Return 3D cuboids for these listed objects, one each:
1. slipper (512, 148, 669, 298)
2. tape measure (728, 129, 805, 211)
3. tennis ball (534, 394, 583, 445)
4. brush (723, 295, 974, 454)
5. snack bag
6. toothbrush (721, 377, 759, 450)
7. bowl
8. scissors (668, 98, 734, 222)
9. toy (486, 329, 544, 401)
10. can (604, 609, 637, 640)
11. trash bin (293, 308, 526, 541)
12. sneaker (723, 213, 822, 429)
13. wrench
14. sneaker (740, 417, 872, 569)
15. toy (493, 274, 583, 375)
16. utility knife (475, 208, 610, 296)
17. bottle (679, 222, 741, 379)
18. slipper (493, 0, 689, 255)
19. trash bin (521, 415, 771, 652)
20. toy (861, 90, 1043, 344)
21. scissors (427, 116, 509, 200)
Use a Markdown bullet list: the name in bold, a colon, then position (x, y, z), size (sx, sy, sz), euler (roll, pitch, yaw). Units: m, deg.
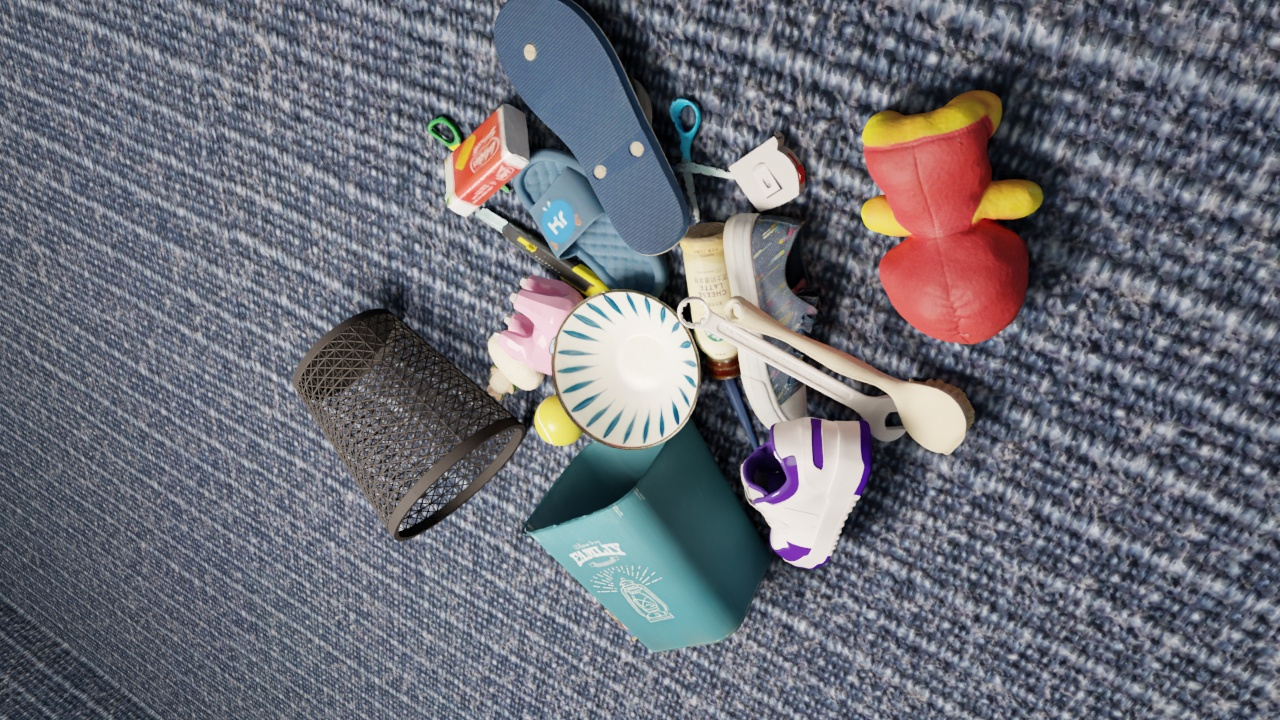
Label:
- **slipper**: position (-0.056, -0.144, 0.995), size (0.213, 0.059, 0.104), euler (45, 130, 1)
- **tape measure**: position (0.124, -0.178, 0.878), size (0.060, 0.020, 0.062), euler (-28, 99, 41)
- **tennis ball**: position (-0.100, 0.075, 1.151), size (0.065, 0.065, 0.065), euler (17, 125, 25)
- **brush**: position (0.198, 0.008, 0.870), size (0.272, 0.077, 0.062), euler (28, 112, -8)
- **snack bag**: position (-0.170, -0.220, 1.009), size (0.116, 0.036, 0.077), euler (-31, 54, 35)
- **toothbrush**: position (0.114, 0.066, 1.034), size (0.016, 0.017, 0.190), euler (-11, 111, 37)
- **bowl**: position (-0.006, 0.006, 1.023), size (0.177, 0.070, 0.177), euler (4, 100, 22)
- **scissors**: position (0.039, -0.199, 0.930), size (0.134, 0.014, 0.127), euler (-3, 119, 31)
- **toy**: position (-0.160, 0.003, 1.158), size (0.087, 0.050, 0.113), euler (44, 140, 10)
- **can**: position (0.000, 0.330, 1.248), size (0.059, 0.053, 0.100), euler (42, 131, 7)
- **trash bin**: position (-0.314, 0.073, 1.211), size (0.243, 0.216, 0.218), euler (46, 132, 11)
- **sneaker**: position (0.144, -0.034, 0.914), size (0.079, 0.087, 0.236), euler (-3, 112, 29)
- **wrench**: position (0.154, 0.008, 0.895), size (0.273, 0.009, 0.047), euler (27, 105, -16)
- **sneaker**: position (0.154, 0.142, 0.961), size (0.111, 0.091, 0.245), euler (8, 140, -3)
- **toy**: position (-0.088, -0.023, 1.078), size (0.157, 0.067, 0.124), euler (28, 123, -5)
- **utility knife**: position (-0.114, -0.125, 1.072), size (0.203, 0.020, 0.029), euler (34, 129, 14)
- **bottle**: position (0.079, -0.059, 0.956), size (0.057, 0.056, 0.162), euler (6, 120, 31)
- **slipper**: position (-0.037, -0.243, 0.922), size (0.118, 0.060, 0.295), euler (-30, 93, 38)
- **trash bin**: position (0.021, 0.204, 1.076), size (0.197, 0.198, 0.218), euler (-25, 108, 41)
- **toy**: position (0.259, -0.111, 0.782), size (0.148, 0.098, 0.216), euler (-2, 111, 43)
- **scissors**: position (-0.203, -0.230, 1.072), size (0.125, 0.011, 0.132), euler (39, 129, 7)
